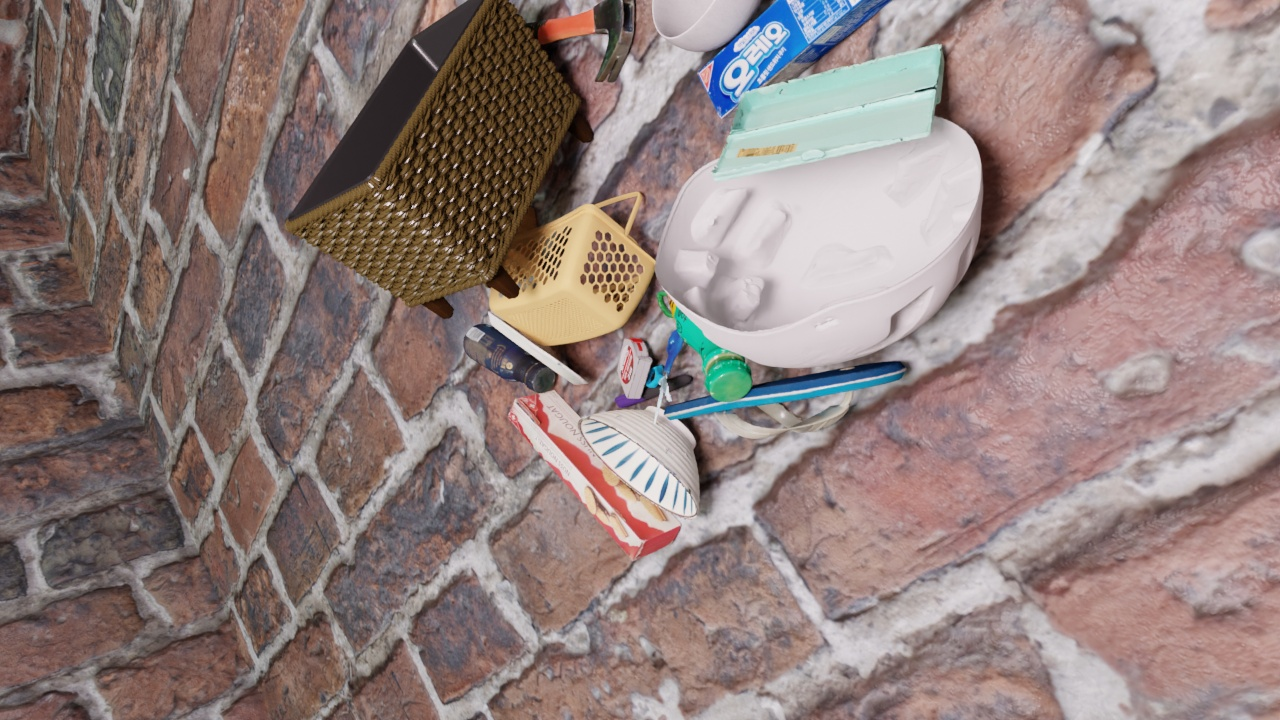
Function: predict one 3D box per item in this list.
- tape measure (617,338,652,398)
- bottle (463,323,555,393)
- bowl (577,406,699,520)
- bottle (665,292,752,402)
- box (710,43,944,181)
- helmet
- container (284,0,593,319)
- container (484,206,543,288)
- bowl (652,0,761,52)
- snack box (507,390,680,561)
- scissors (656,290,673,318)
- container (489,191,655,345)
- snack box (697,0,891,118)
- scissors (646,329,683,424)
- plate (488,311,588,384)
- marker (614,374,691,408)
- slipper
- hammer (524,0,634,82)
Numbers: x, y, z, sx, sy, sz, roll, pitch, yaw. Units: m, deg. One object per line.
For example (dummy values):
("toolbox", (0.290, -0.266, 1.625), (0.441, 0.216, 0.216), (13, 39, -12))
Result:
("tape measure", (-0.007, 0.006, 1.116), (0.062, 0.020, 0.060), (-114, 33, -49))
("bottle", (-0.184, -0.002, 1.284), (0.161, 0.056, 0.056), (29, 121, 38))
("bowl", (0.016, 0.103, 1.079), (0.177, 0.070, 0.177), (35, 159, 15))
("bottle", (0.068, -0.046, 0.937), (0.209, 0.068, 0.068), (-104, 32, -45))
("box", (0.161, -0.209, 0.789), (0.187, 0.136, 0.033), (-5, 138, 31))
("helmet", (0.162, -0.104, 0.792), (0.283, 0.183, 0.223), (-26, 45, 42))
("container", (-0.203, -0.220, 1.034), (0.177, 0.320, 0.205), (-12, 137, 41))
("container", (-0.175, -0.157, 1.229), (0.061, 0.063, 0.114), (0, 101, 38))
("bowl", (0.075, -0.364, 0.891), (0.132, 0.064, 0.131), (-26, 57, 49))
("snack box", (-0.064, 0.141, 1.190), (0.273, 0.076, 0.044), (45, 127, 28))
("scissors", (0.066, -0.076, 1.039), (0.131, 0.014, 0.070), (15, 113, 44))
("container", (-0.076, -0.118, 1.102), (0.184, 0.129, 0.166), (-12, 51, 47))
("snack box", (0.151, -0.309, 0.849), (0.227, 0.059, 0.059), (-32, 82, 46))
("scissors", (0.030, 0.013, 1.048), (0.104, 0.015, 0.133), (-63, 12, 18))
("plate", (-0.133, -0.013, 1.173), (0.157, 0.157, 0.014), (34, 86, 35))
("marker", (0.014, 0.037, 1.120), (0.134, 0.018, 0.015), (-22, 49, 47))
("slipper", (0.134, 0.050, 0.933), (0.296, 0.118, 0.060), (-14, 84, 51))
("hammer", (-0.129, -0.402, 1.132), (0.334, 0.033, 0.133), (11, 110, 45))
